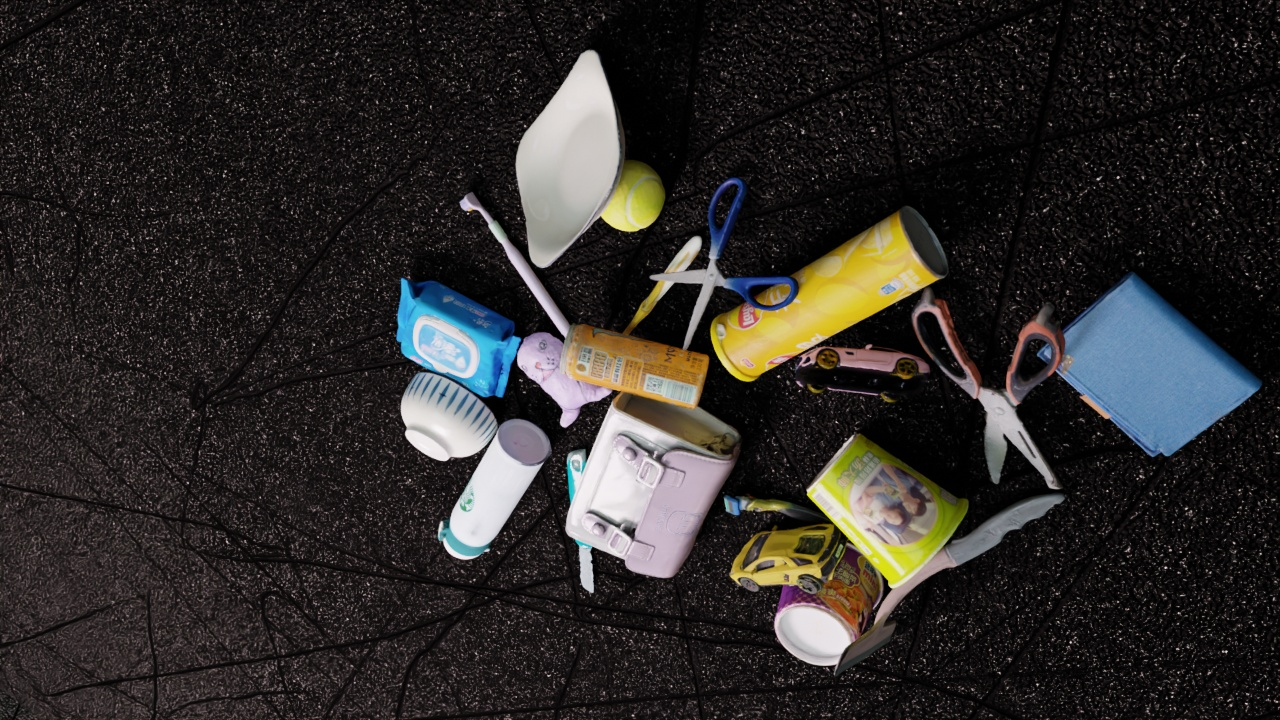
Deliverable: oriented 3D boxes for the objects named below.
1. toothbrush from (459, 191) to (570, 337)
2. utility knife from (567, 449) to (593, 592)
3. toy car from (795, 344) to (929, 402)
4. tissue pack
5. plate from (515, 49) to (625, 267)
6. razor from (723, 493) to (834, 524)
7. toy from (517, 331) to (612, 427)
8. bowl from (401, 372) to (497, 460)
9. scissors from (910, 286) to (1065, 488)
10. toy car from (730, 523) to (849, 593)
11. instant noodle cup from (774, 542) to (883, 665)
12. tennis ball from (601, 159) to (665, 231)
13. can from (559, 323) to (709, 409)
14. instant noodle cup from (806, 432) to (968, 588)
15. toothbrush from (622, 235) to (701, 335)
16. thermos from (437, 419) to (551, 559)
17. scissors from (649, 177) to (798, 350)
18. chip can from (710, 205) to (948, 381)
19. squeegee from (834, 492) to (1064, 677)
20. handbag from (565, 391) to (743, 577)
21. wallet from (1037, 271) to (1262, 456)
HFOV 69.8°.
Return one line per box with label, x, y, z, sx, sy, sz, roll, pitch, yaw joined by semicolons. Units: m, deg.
toothbrush;-0.128;-0.098;0.980;0.021;0.029;0.189;-37;101;-1
utility knife;-0.071;0.201;1.129;0.029;0.013;0.223;9;121;22
toy car;0.205;0.008;0.849;0.122;0.037;0.056;6;149;0
tissue pack;-0.214;-0.026;1.043;0.157;0.052;0.095;27;126;10
plate;-0.059;-0.180;0.844;0.165;0.034;0.163;-41;51;43
razor;0.161;0.162;0.986;0.143;0.022;0.043;10;155;16
toy;-0.092;0.016;1.015;0.108;0.038;0.084;46;121;-5
bowl;-0.233;0.074;1.076;0.116;0.066;0.117;23;151;13
scissors;0.316;0.024;0.816;0.189;0.015;0.227;34;143;21
toy car;0.152;0.207;0.969;0.041;0.071;0.156;50;143;-17
instant noodle cup;0.197;0.261;0.979;0.112;0.099;0.112;11;121;19
tennis ball;-0.010;-0.154;0.859;0.065;0.065;0.066;12;122;20
can;-0.006;0.005;0.938;0.146;0.058;0.058;14;124;4
instant noodle cup;0.232;0.137;0.890;0.123;0.111;0.112;41;128;11
toothbrush;0.007;-0.059;0.935;0.016;0.018;0.192;50;129;13
thermos;-0.187;0.166;1.132;0.073;0.073;0.225;37;128;3
scissors;0.074;-0.087;0.851;0.173;0.012;0.162;7;96;42
chip can;0.165;-0.055;0.828;0.214;0.071;0.072;-31;101;35
squeegee;0.299;0.199;0.888;0.250;0.247;0.040;-43;66;13
handbag;0.012;0.134;1.003;0.145;0.098;0.197;24;126;5
wallet;0.415;0.006;0.757;0.133;0.040;0.107;44;127;9
